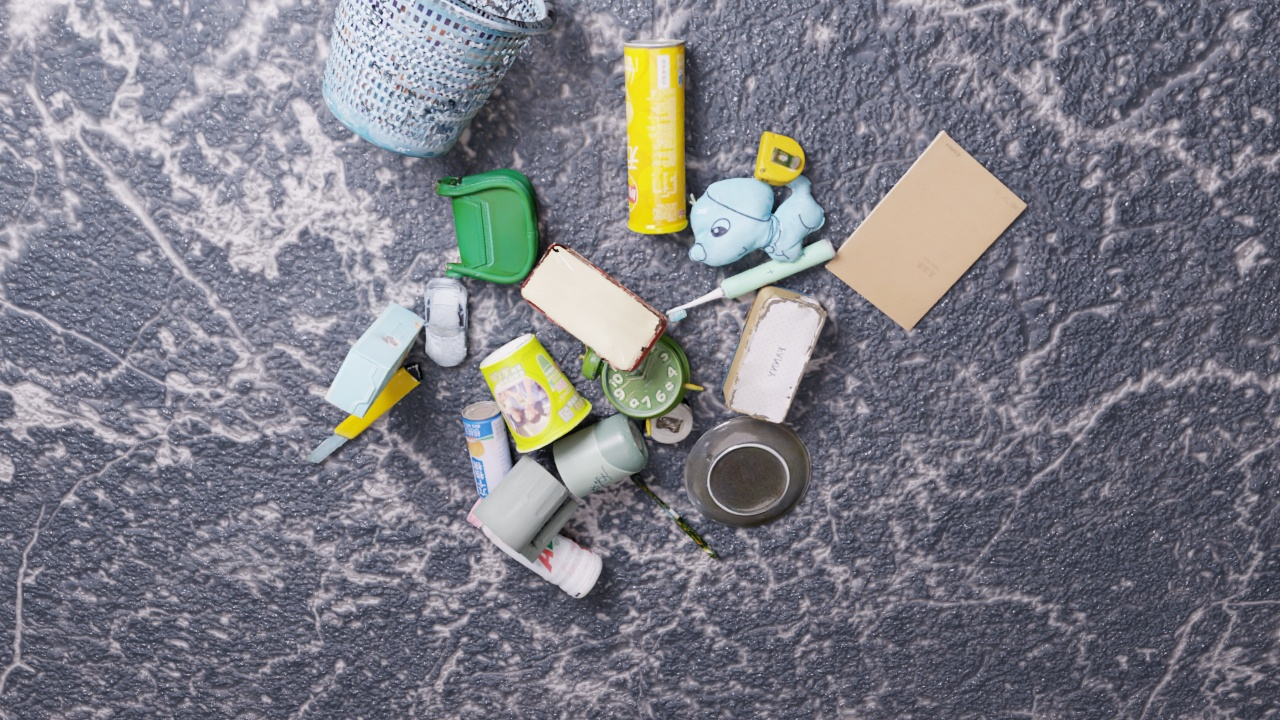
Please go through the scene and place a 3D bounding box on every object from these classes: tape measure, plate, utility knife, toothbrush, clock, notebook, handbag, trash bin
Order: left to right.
[{"bbox_3d":[-0.370,0.072,1.224,0.215,0.015,0.033,-38,110,12],"label":"utility knife"},{"bbox_3d":[-0.231,-0.332,0.962,0.226,0.226,0.196,29,122,-13],"label":"trash bin"},{"bbox_3d":[-0.181,-0.159,1.100,0.120,0.068,0.131,-4,113,1],"label":"handbag"},{"bbox_3d":[-0.007,0.007,1.169,0.116,0.056,0.161,-42,89,7],"label":"clock"},{"bbox_3d":[0.037,0.076,1.225,0.066,0.033,0.066,8,114,-4],"label":"tape measure"},{"bbox_3d":[0.050,0.221,1.297,0.186,0.017,0.012,46,68,-18],"label":"toothbrush"},{"bbox_3d":[0.149,0.161,1.269,0.179,0.024,0.180,0,114,-1],"label":"plate"},{"bbox_3d":[0.136,-0.100,1.154,0.225,0.026,0.027,-22,92,8],"label":"toothbrush"},{"bbox_3d":[0.165,-0.237,1.082,0.057,0.029,0.060,13,81,-7],"label":"tape measure"},{"bbox_3d":[0.355,-0.156,1.143,0.149,0.012,0.212,35,109,-16],"label":"notebook"}]

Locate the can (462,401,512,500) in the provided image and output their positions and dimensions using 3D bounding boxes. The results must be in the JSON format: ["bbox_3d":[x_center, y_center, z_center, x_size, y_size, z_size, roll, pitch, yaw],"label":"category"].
[{"bbox_3d":[-0.201,0.125,1.231,0.053,0.053,0.135,-6,113,1],"label":"can"}]

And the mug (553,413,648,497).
[{"bbox_3d":[-0.045,0.131,1.228,0.106,0.082,0.112,-26,142,9],"label":"mug"}]

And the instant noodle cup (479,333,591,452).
[{"bbox_3d":[-0.140,0.036,1.170,0.112,0.111,0.123,-27,104,10],"label":"instant noodle cup"}]

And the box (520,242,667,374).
[{"bbox_3d":[-0.058,-0.062,1.105,0.168,0.077,0.091,36,96,7],"label":"box"}]

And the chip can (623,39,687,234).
[{"bbox_3d":[0.018,-0.257,1.059,0.072,0.072,0.214,-2,114,0],"label":"chip can"}]

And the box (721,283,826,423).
[{"bbox_3d":[0.167,-0.002,1.181,0.090,0.061,0.185,17,114,-8],"label":"box"}]

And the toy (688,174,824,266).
[{"bbox_3d":[0.133,-0.171,1.112,0.156,0.050,0.161,35,96,-11],"label":"toy"}]

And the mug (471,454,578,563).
[{"bbox_3d":[-0.145,0.198,1.210,0.103,0.084,0.124,-49,131,-11],"label":"mug"}]

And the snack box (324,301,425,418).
[{"bbox_3d":[-0.316,-0.004,1.107,0.051,0.174,0.074,31,110,-10],"label":"snack box"}]

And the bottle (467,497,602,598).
[{"bbox_3d":[-0.150,0.258,1.284,0.197,0.068,0.068,34,109,-11],"label":"bottle"}]

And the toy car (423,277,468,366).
[{"bbox_3d":[-0.247,-0.048,1.166,0.054,0.036,0.121,4,116,-3],"label":"toy car"}]
